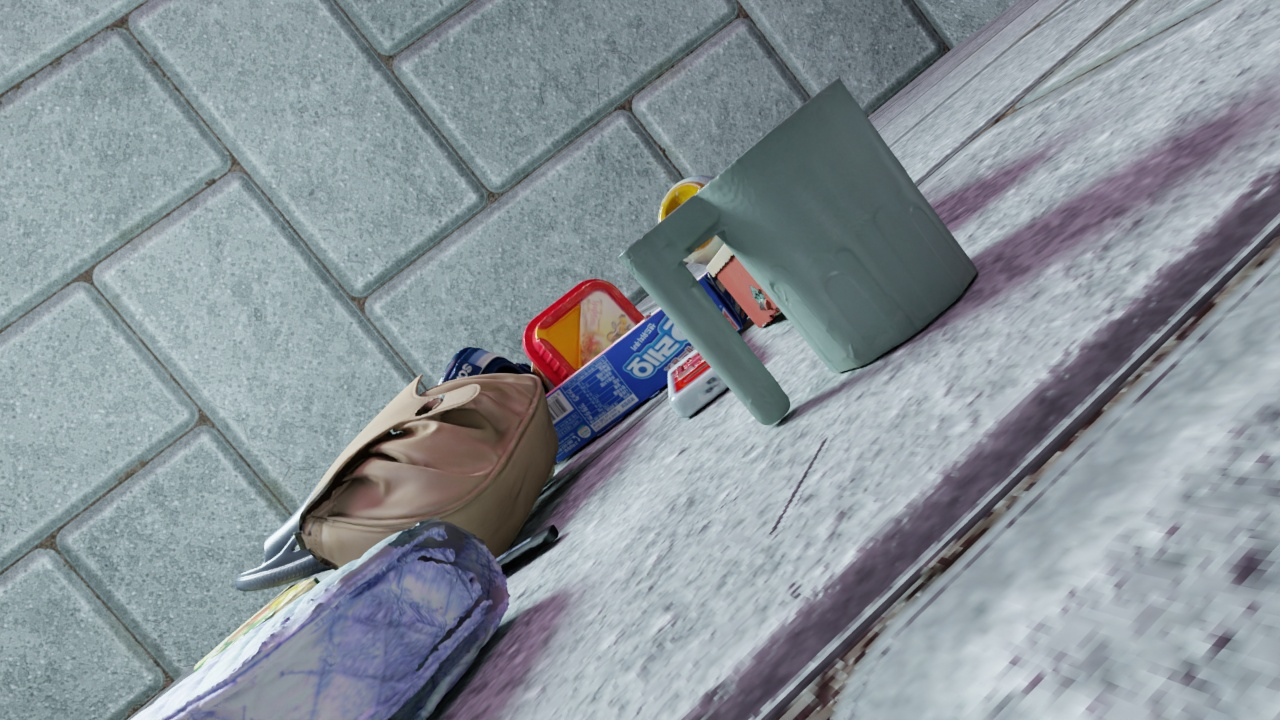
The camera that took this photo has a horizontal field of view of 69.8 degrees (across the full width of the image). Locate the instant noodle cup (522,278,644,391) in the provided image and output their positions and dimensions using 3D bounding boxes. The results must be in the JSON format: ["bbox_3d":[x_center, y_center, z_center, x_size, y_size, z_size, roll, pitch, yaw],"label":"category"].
[{"bbox_3d":[-0.053,0.001,0.918,0.116,0.116,0.124,-40,-7,-25],"label":"instant noodle cup"}]

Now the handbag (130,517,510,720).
[{"bbox_3d":[-0.163,0.159,0.430,0.194,0.075,0.133,-34,2,29],"label":"handbag"}]

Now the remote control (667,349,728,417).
[{"bbox_3d":[0.043,0.006,0.623,0.056,0.020,0.136,-39,5,6],"label":"remote control"}]

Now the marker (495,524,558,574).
[{"bbox_3d":[-0.095,0.129,0.545,0.124,0.015,0.018,-35,10,23],"label":"marker"}]

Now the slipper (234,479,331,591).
[{"bbox_3d":[-0.269,0.147,0.899,0.268,0.083,0.111,-22,-8,0],"label":"slipper"}]

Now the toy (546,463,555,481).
[{"bbox_3d":[-0.141,0.114,0.735,0.157,0.066,0.105,-28,18,-11],"label":"toy"}]

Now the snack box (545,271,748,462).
[{"bbox_3d":[-0.005,0.005,0.780,0.208,0.057,0.058,-37,3,19],"label":"snack box"}]

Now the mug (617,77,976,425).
[{"bbox_3d":[0.070,-0.045,0.407,0.124,0.103,0.084,-40,5,-3],"label":"mug"}]

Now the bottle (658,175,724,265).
[{"bbox_3d":[0.090,-0.108,0.768,0.068,0.068,0.189,-36,-20,30],"label":"bottle"}]

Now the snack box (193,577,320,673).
[{"bbox_3d":[-0.326,0.255,0.809,0.114,0.063,0.241,-42,6,-29],"label":"snack box"}]

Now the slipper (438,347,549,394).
[{"bbox_3d":[-0.124,0.051,0.871,0.105,0.095,0.253,-64,-10,-12],"label":"slipper"}]

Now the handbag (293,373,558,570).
[{"bbox_3d":[-0.144,0.071,0.652,0.148,0.100,0.204,-6,23,12],"label":"handbag"}]

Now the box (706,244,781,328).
[{"bbox_3d":[0.112,-0.076,0.611,0.091,0.079,0.168,-40,-1,-8],"label":"box"}]
